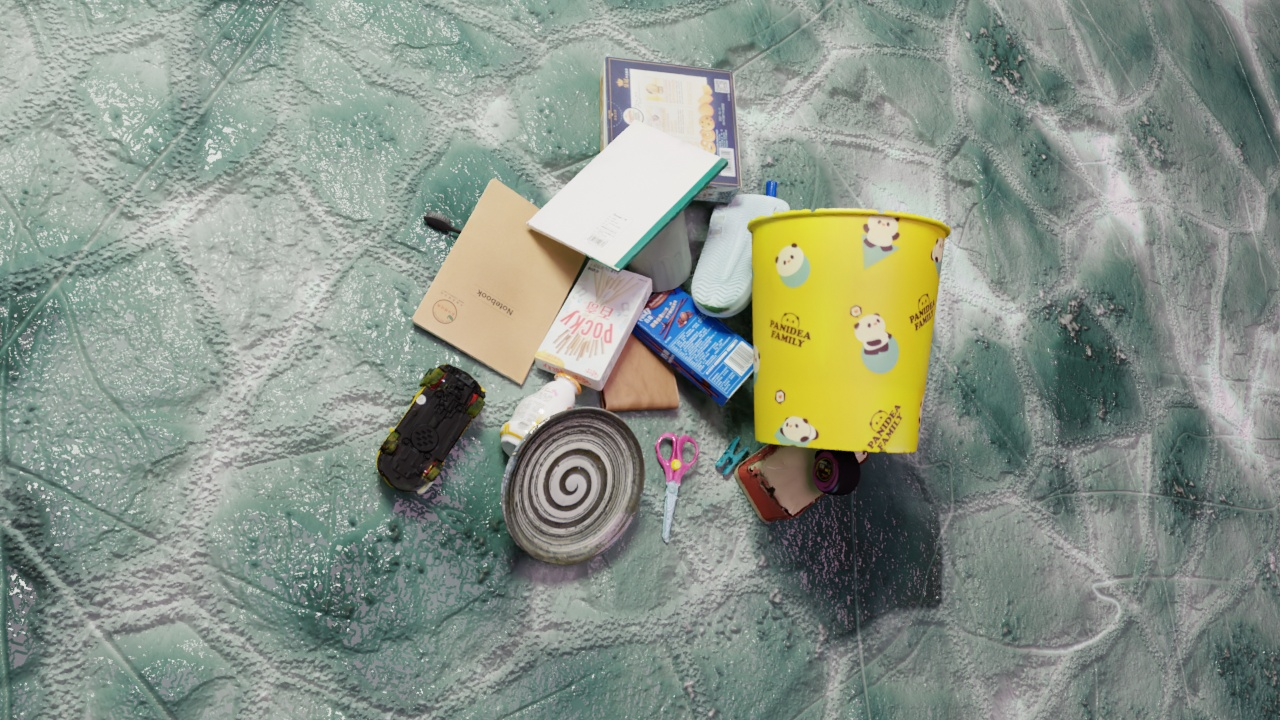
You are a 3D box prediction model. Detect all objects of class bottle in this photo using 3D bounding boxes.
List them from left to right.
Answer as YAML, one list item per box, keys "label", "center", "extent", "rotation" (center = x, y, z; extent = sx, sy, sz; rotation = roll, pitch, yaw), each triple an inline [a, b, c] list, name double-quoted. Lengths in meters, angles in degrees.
- label: "bottle"
  center: [-0.109, 0.064, 1.035]
  extent: [0.063, 0.063, 0.108]
  rotation: [40, 61, -11]

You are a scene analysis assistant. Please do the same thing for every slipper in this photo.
- label: "slipper"
  center: [0.133, -0.135, 1.197]
  extent: [0.074, 0.104, 0.244]
  rotation: [73, 30, -42]

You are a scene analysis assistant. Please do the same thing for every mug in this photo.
- label: "mug"
  center: [0.023, -0.162, 1.141]
  extent: [0.084, 0.103, 0.123]
  rotation: [3, 49, 17]

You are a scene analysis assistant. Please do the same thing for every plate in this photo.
- label: "plate"
  center: [-0.075, 0.136, 1.007]
  extent: [0.179, 0.024, 0.179]
  rotation: [-7, 103, -33]

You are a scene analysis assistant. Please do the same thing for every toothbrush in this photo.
- label: "toothbrush"
  center: [-0.168, -0.141, 1.099]
  extent: [0.189, 0.014, 0.016]
  rotation: [18, 42, -22]

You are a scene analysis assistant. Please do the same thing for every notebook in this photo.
- label: "notebook"
  center: [-0.157, -0.095, 1.081]
  extent: [0.147, 0.008, 0.207]
  rotation: [32, 66, -18]
- label: "notebook"
  center: [-0.015, -0.202, 1.100]
  extent: [0.150, 0.012, 0.208]
  rotation: [30, 65, 29]

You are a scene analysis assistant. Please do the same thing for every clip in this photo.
- label: "clip"
  center: [0.115, 0.121, 1.161]
  extent: [0.043, 0.014, 0.056]
  rotation: [48, 58, -6]

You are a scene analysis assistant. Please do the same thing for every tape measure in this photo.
- label: "tape measure"
  center: [0.239, 0.135, 1.111]
  extent: [0.039, 0.057, 0.057]
  rotation: [11, 73, -29]

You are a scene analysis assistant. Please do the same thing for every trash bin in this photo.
- label: "trash bin"
  center: [0.231, -0.028, 1.057]
  extent: [0.229, 0.230, 0.255]
  rotation: [5, 88, -26]

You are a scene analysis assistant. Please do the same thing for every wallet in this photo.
- label: "wallet"
  center: [-0.007, 0.007, 1.132]
  extent: [0.101, 0.020, 0.115]
  rotation: [0, 71, -26]

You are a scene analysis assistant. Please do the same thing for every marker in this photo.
- label: "marker"
  center: [0.180, -0.187, 1.288]
  extent: [0.017, 0.017, 0.145]
  rotation: [15, 68, -22]

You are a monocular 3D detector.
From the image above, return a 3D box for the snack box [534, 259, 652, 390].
- label: "snack box"
  center: [-0.054, -0.045, 1.098]
  extent: [0.085, 0.027, 0.156]
  rotation: [20, 62, 14]

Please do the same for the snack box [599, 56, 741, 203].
- label: "snack box"
  center: [0.038, -0.305, 1.215]
  extent: [0.182, 0.046, 0.177]
  rotation: [3, 72, -12]

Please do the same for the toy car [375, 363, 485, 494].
- label: "toy car"
  center: [-0.227, 0.072, 0.985]
  extent: [0.071, 0.041, 0.155]
  rotation: [35, 60, -13]

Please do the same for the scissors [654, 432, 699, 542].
- label: "scissors"
  center: [0.040, 0.154, 1.111]
  extent: [0.057, 0.017, 0.133]
  rotation: [10, 73, -9]

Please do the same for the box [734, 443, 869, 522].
- label: "box"
  center: [0.211, 0.128, 1.170]
  extent: [0.168, 0.077, 0.091]
  rotation: [-30, 90, -31]

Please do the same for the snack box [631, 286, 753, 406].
- label: "snack box"
  center: [0.068, -0.023, 1.138]
  extent: [0.157, 0.026, 0.084]
  rotation: [40, 57, 8]

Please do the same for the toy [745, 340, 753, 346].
- label: "toy"
  center: [0.233, -0.032, 1.218]
  extent: [0.246, 0.090, 0.227]
  rotation: [-35, 73, -23]
